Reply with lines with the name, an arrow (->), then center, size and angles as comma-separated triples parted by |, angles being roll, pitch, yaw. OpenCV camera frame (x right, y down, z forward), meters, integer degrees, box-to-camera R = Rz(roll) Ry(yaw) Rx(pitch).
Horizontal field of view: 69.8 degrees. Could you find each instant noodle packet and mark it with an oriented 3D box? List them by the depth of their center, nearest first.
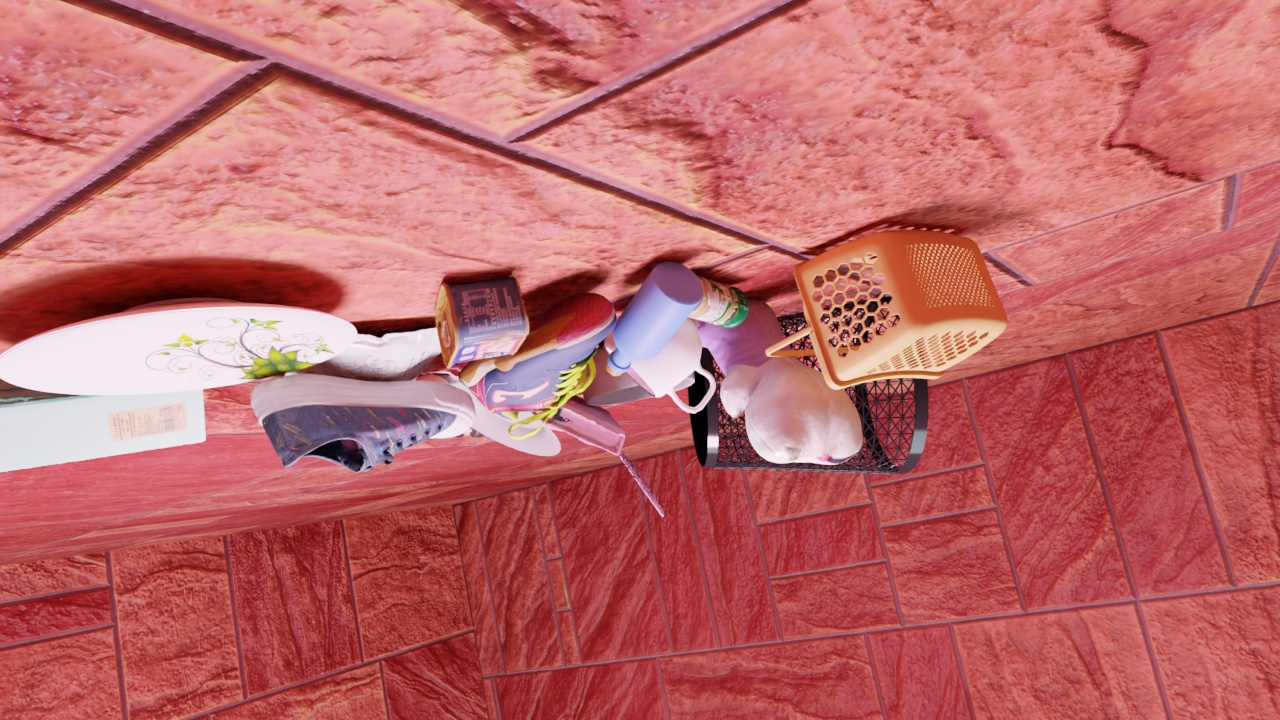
instant noodle packet -> -0.272, 0.022, 0.885 | 0.146, 0.057, 0.270 | -7, 165, -31

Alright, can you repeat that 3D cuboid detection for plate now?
plate -> -0.322, -0.017, 0.652 | 0.229, 0.030, 0.229 | -11, 171, -2
plate -> -0.168, 0.059, 1.081 | 0.173, 0.019, 0.173 | 22, 155, 10

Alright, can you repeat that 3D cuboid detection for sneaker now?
sneaker -> -0.244, 0.065, 0.845 | 0.088, 0.079, 0.235 | -27, 160, 30
sneaker -> -0.081, 0.005, 0.859 | 0.116, 0.091, 0.242 | -47, -165, -32

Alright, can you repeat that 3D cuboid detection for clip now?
clip -> -0.207, 0.005, 0.957 | 0.057, 0.022, 0.035 | 2, 167, -36

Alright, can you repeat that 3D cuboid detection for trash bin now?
trash bin -> 0.189, 0.039, 1.115 | 0.243, 0.216, 0.217 | -4, 170, -4

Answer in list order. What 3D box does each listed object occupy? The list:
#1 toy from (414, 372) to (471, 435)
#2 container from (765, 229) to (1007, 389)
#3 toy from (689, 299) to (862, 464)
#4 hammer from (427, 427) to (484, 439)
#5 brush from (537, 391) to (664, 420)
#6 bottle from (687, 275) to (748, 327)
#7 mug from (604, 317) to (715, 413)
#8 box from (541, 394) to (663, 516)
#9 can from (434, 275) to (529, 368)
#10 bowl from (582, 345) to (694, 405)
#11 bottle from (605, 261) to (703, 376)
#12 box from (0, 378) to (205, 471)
toy -> -0.239, 0.045, 1.036 | 0.112, 0.050, 0.087 | 21, 154, -26
container -> 0.227, -0.043, 0.876 | 0.183, 0.129, 0.167 | -4, 161, -40
toy -> 0.141, 0.019, 0.950 | 0.137, 0.209, 0.086 | -8, 143, -40
hammer -> -0.217, 0.067, 1.271 | 0.119, 0.033, 0.331 | -4, 167, -33
brush -> -0.053, 0.053, 1.343 | 0.078, 0.062, 0.271 | -15, 175, 44
bottle -> 0.063, -0.056, 0.863 | 0.043, 0.042, 0.109 | -17, 168, 27
mug -> 0.028, -0.004, 0.899 | 0.076, 0.124, 0.090 | -45, -169, -7
box -> -0.039, 0.093, 1.080 | 0.055, 0.180, 0.233 | -50, -172, -2
can -> -0.130, -0.031, 0.739 | 0.059, 0.054, 0.100 | -11, 171, -20
bowl -> -0.006, 0.006, 1.064 | 0.132, 0.064, 0.132 | -11, 170, -2
bottle -> 0.004, -0.029, 0.807 | 0.048, 0.048, 0.131 | -5, 149, -35
box -> -0.455, 0.050, 0.742 | 0.188, 0.079, 0.078 | -6, 168, -32
